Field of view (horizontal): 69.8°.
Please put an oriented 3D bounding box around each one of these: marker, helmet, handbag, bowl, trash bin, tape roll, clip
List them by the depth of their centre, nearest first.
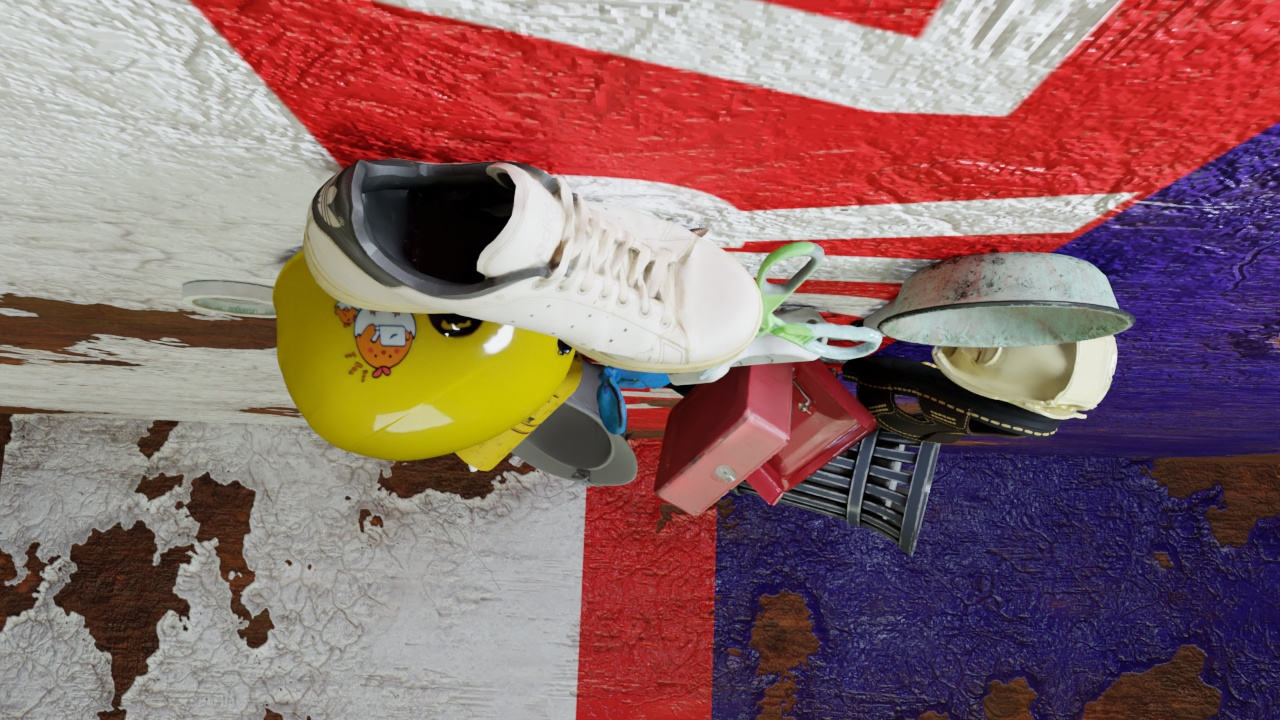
[{"bbox_3d":[0.239,-0.040,0.610,0.157,0.038,0.157,2,172,0],"label":"bowl"},{"bbox_3d":[-0.157,0.008,0.703,0.240,0.139,0.209,3,172,-9],"label":"helmet"},{"bbox_3d":[0.305,0.000,0.731,0.111,0.081,0.119,12,-177,40],"label":"handbag"},{"bbox_3d":[0.195,-0.033,0.751,0.016,0.016,0.140,3,172,-2],"label":"marker"},{"bbox_3d":[0.085,-0.017,0.776,0.125,0.072,0.142,-9,177,44],"label":"clip"},{"bbox_3d":[-0.341,-0.051,0.785,0.093,0.013,0.093,3,172,0],"label":"tape roll"},{"bbox_3d":[0.213,0.109,1.044,0.228,0.164,0.164,13,176,21],"label":"trash bin"},{"bbox_3d":[-0.081,0.048,1.073,0.272,0.117,0.183,-2,136,48],"label":"helmet"}]

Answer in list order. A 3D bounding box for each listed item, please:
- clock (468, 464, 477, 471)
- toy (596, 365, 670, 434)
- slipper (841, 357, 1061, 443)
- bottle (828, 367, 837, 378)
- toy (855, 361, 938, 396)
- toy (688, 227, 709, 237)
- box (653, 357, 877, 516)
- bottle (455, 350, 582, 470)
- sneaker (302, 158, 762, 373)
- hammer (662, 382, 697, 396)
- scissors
[{"bbox_3d":[-0.220,0.045,1.017,0.161,0.072,0.126,46,154,-18],"label":"clock"},{"bbox_3d":[-0.005,0.005,0.816,0.071,0.113,0.176,15,-175,16],"label":"toy"},{"bbox_3d":[0.288,0.047,0.897,0.113,0.076,0.268,0,-171,-22],"label":"slipper"},{"bbox_3d":[0.164,0.014,1.020,0.110,0.036,0.036,3,172,-6],"label":"bottle"},{"bbox_3d":[0.291,0.025,1.052,0.104,0.046,0.084,-11,155,35],"label":"toy"},{"bbox_3d":[0.003,-0.058,0.576,0.103,0.070,0.090,-25,176,19],"label":"toy"},{"bbox_3d":[0.103,0.074,0.894,0.167,0.154,0.158,-30,166,-49],"label":"box"},{"bbox_3d":[-0.117,0.033,0.916,0.164,0.071,0.071,-43,156,15],"label":"bottle"},{"bbox_3d":[-0.042,-0.056,0.455,0.241,0.088,0.102,9,163,-15],"label":"sneaker"},{"bbox_3d":[0.087,0.046,1.076,0.025,0.117,0.333,2,167,23],"label":"hammer"},{"bbox_3d":[0.084,-0.023,0.625,0.174,0.022,0.172,12,149,-17],"label":"scissors"}]
